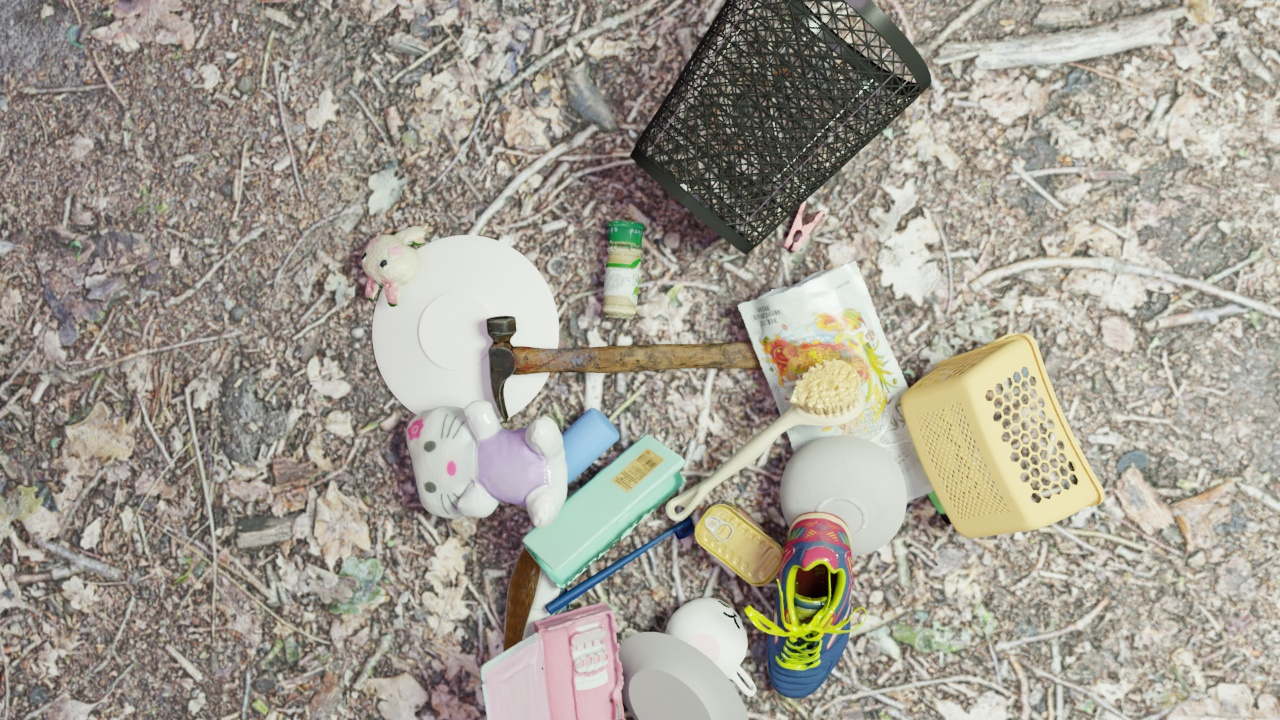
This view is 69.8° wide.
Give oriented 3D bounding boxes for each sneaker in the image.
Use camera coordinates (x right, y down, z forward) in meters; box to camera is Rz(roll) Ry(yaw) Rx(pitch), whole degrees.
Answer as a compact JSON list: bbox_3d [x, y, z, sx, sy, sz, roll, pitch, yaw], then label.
[{"bbox_3d":[0.166,0.273,0.947,0.116,0.090,0.242,5,118,7],"label":"sneaker"},{"bbox_3d":[-0.107,0.311,1.042,0.079,0.087,0.235,10,87,-26],"label":"sneaker"}]

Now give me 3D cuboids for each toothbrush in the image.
[{"bbox_3d":[-0.020,0.228,1.013,0.189,0.016,0.017,-28,94,-17],"label":"toothbrush"},{"bbox_3d":[0.290,0.097,1.003,0.014,0.017,0.188,-31,87,16],"label":"toothbrush"}]

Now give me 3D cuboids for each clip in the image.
[{"bbox_3d":[0.176,-0.150,1.019,0.035,0.022,0.057,30,96,4],"label":"clip"}]

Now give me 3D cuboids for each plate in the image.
[{"bbox_3d":[0.037,0.373,0.990,0.173,0.019,0.173,16,120,30],"label":"plate"},{"bbox_3d":[-0.210,-0.034,1.071,0.229,0.030,0.229,0,90,9],"label":"plate"}]

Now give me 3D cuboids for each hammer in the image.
[{"bbox_3d":[-0.006,0.006,1.031,0.330,0.033,0.120,-2,102,4],"label":"hammer"}]

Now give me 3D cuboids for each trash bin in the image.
[{"bbox_3d":[0.128,-0.254,0.940,0.217,0.216,0.243,42,102,6],"label":"trash bin"}]

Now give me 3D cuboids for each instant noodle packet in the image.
[{"bbox_3d":[0.215,0.040,0.984,0.147,0.057,0.269,-21,97,17],"label":"instant noodle packet"}]

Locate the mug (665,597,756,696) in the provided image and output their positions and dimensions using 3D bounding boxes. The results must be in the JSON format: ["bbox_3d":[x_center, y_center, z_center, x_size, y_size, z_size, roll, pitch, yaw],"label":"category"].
[{"bbox_3d":[0.083,0.318,1.003,0.090,0.076,0.124,-43,84,6],"label":"mug"}]

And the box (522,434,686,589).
[{"bbox_3d":[-0.036,0.156,0.987,0.188,0.079,0.077,-37,82,-18],"label":"box"}]

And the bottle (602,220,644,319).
[{"bbox_3d":[-0.021,-0.102,1.037,0.043,0.042,0.110,5,91,8],"label":"bottle"}]

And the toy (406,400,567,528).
[{"bbox_3d":[-0.170,0.110,1.016,0.210,0.085,0.137,0,95,33],"label":"toy"}]

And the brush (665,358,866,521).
[{"bbox_3d":[0.124,0.093,0.973,0.077,0.062,0.273,33,120,-33],"label":"brush"}]

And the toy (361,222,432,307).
[{"bbox_3d":[-0.289,-0.118,1.069,0.087,0.050,0.112,25,91,38],"label":"toy"}]

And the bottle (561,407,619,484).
[{"bbox_3d":[-0.086,0.113,1.043,0.131,0.048,0.048,-43,84,6],"label":"bottle"}]

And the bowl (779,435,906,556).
[{"bbox_3d":[0.212,0.150,0.967,0.132,0.064,0.132,5,113,12],"label":"bowl"}]

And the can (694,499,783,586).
[{"bbox_3d":[0.110,0.198,1.008,0.100,0.059,0.054,37,95,7],"label":"can"}]

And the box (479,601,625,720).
[{"bbox_3d":[-0.092,0.393,0.984,0.055,0.179,0.233,8,106,52],"label":"box"}]

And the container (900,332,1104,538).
[{"bbox_3d":[0.377,0.075,0.944,0.166,0.129,0.183,-22,86,-34],"label":"container"}]
